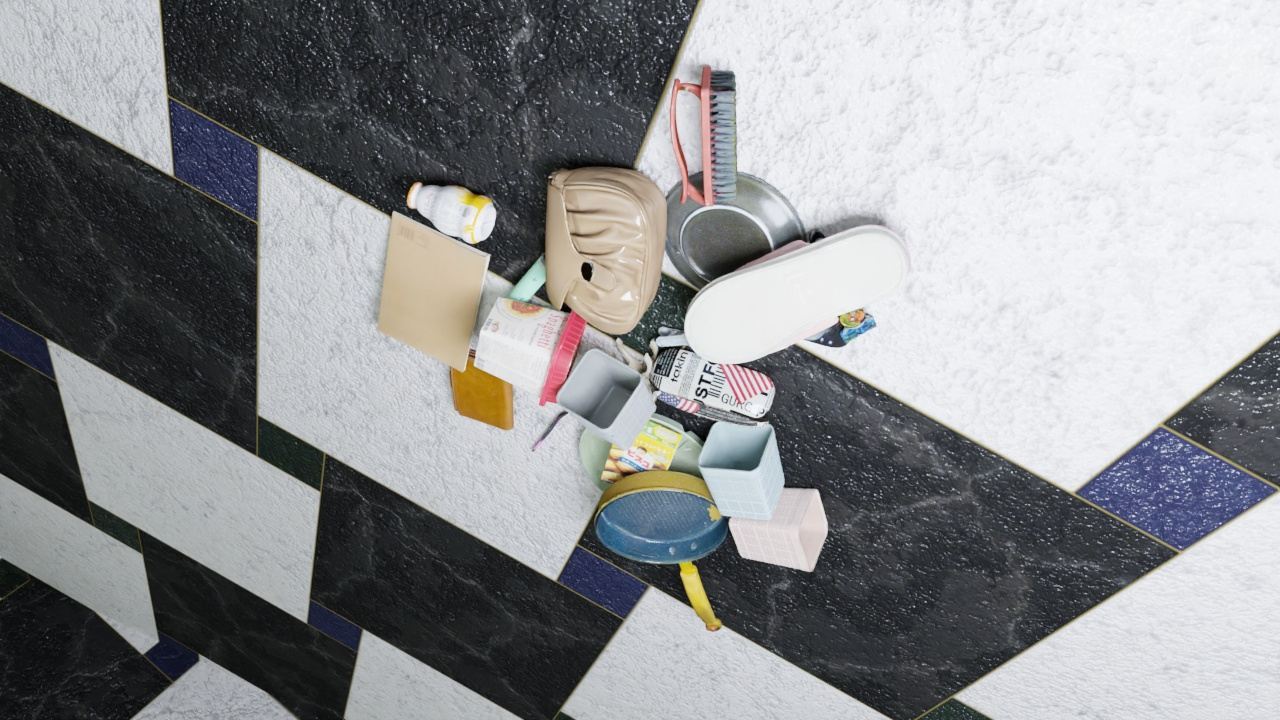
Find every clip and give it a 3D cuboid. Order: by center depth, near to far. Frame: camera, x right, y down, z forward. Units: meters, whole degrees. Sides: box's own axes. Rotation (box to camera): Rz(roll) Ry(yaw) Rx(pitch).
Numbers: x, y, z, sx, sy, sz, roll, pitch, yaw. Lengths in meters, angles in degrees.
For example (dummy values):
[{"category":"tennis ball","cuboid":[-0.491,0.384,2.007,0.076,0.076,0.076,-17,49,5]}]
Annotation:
[{"category":"clip","cuboid":[0.049,-0.031,1.193,0.057,0.028,0.024,2,133,16]},{"category":"clip","cuboid":[-0.009,0.007,1.244,0.098,0.035,0.100,21,144,3]}]

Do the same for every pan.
[{"category":"pan","cuboid":[0.059,0.297,1.387,0.198,0.078,0.358,-13,135,17]}]

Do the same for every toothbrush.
[{"category":"toothbrush","cuboid":[-0.174,-0.079,1.259,0.027,0.026,0.225,21,141,-25]},{"category":"toothbrush","cuboid":[-0.132,0.095,1.405,0.018,0.014,0.190,43,137,1]}]

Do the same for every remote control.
[{"category":"remote control","cuboid":[0.186,-0.053,1.084,0.136,0.024,0.053,19,128,-2]}]

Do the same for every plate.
[{"category":"plate","cuboid":[0.102,-0.135,1.060,0.179,0.024,0.180,15,135,16]},{"category":"plate","cuboid":[0.018,0.159,1.372,0.230,0.027,0.231,15,134,16]}]

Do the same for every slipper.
[{"category":"slipper","cuboid":[0.169,-0.075,1.023,0.275,0.054,0.114,-25,107,32]}]

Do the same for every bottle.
[{"category":"bottle","cuboid":[-0.241,-0.192,1.165,0.108,0.063,0.063,22,136,8]}]

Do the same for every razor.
[{"category":"razor","cuboid":[0.225,-0.085,1.035,0.043,0.022,0.143,-29,111,2]}]

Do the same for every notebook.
[{"category":"notebook","cuboid":[-0.299,-0.094,1.303,0.149,0.012,0.212,25,128,7]}]

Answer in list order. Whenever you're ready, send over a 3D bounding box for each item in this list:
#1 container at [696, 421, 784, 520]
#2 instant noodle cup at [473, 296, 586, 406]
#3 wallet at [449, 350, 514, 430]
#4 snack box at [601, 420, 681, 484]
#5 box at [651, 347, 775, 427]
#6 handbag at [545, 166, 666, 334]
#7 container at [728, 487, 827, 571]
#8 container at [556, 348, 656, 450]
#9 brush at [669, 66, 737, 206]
[{"category":"container","cuboid":[0.142,0.154,1.257,0.090,0.089,0.111,2,132,28]},{"category":"instant noodle cup","cuboid":[-0.148,-0.019,1.226,0.124,0.116,0.117,19,136,-2]},{"category":"wallet","cuboid":[-0.250,0.041,1.404,0.119,0.035,0.131,18,132,16]},{"category":"snack box","cuboid":[0.000,0.141,1.322,0.087,0.033,0.141,25,135,5]},{"category":"box","cuboid":[0.096,0.041,1.217,0.162,0.075,0.085,15,168,11]},{"category":"handbag","cuboid":[-0.049,-0.129,1.093,0.148,0.099,0.205,20,132,16]},{"category":"container","cuboid":[0.195,0.235,1.304,0.111,0.090,0.090,1,129,32]},{"category":"container","cuboid":[-0.040,0.057,1.217,0.090,0.090,0.114,30,168,24]},{"category":"brush","cuboid":[0.067,-0.227,0.963,0.069,0.063,0.146,0,130,7]}]
